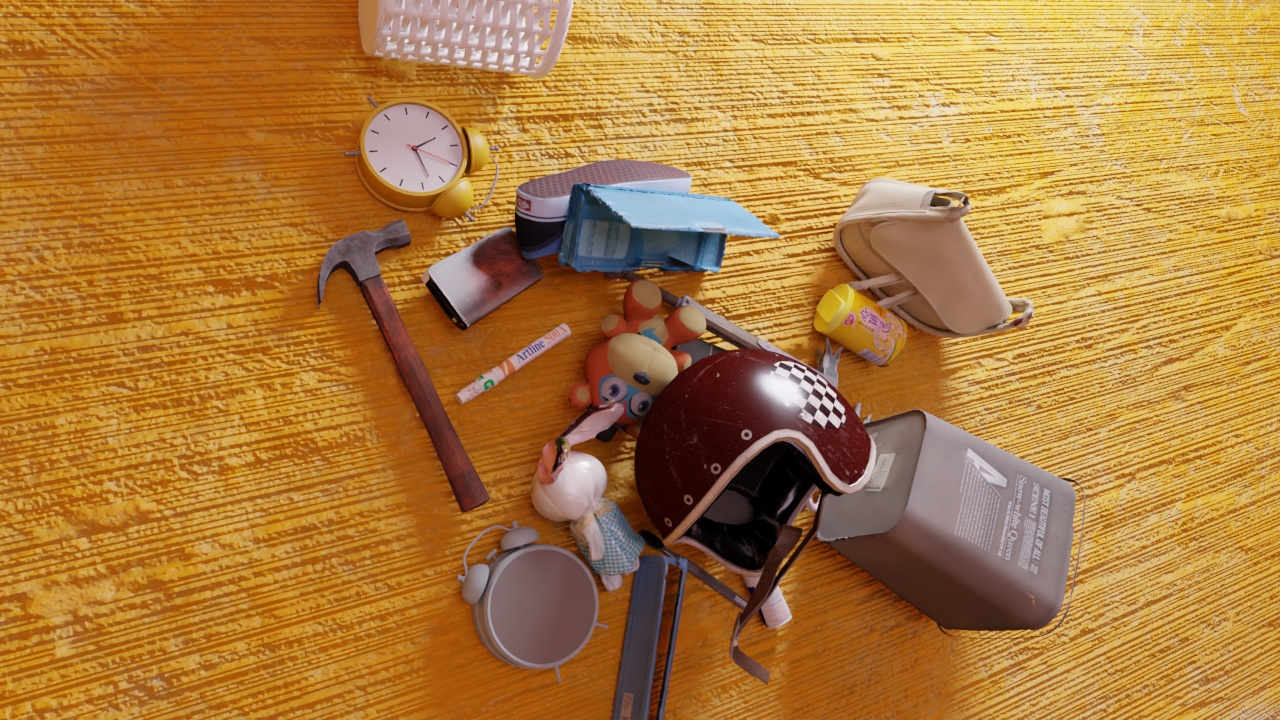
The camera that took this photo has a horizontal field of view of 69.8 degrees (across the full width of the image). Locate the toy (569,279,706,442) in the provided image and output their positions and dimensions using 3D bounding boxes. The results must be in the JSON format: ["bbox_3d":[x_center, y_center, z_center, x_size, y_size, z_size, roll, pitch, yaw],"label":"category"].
[{"bbox_3d":[-0.006,0.006,0.992,0.112,0.096,0.176,27,95,-18],"label":"toy"}]

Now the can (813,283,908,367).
[{"bbox_3d":[0.275,-0.043,1.145,0.105,0.068,0.067,29,68,-17],"label":"can"}]

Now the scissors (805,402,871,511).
[{"bbox_3d":[0.240,0.116,1.110,0.108,0.016,0.178,32,65,-32],"label":"scissors"}]

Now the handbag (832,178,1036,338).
[{"bbox_3d":[0.354,-0.108,1.143,0.229,0.184,0.131,46,65,-27],"label":"handbag"}]

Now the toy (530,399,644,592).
[{"bbox_3d":[-0.056,0.148,0.945,0.130,0.106,0.205,-45,124,-45],"label":"toy"}]

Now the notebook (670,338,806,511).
[{"bbox_3d":[0.114,0.076,1.068,0.209,0.030,0.169,19,70,-18],"label":"notebook"}]

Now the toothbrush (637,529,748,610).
[{"bbox_3d":[0.064,0.235,1.016,0.167,0.013,0.012,38,65,-15],"label":"toothbrush"}]

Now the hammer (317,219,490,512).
[{"bbox_3d":[-0.228,0.011,0.918,0.110,0.028,0.300,-24,87,-27],"label":"hammer"}]

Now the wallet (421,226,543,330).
[{"bbox_3d":[-0.163,-0.088,0.964,0.122,0.020,0.072,-39,96,-41],"label":"wallet"}]

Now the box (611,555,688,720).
[{"bbox_3d":[0.023,0.308,0.950,0.064,0.069,0.209,18,71,-28],"label":"box"}]

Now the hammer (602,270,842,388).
[{"bbox_3d":[0.095,-0.035,1.065,0.317,0.028,0.146,28,44,-11],"label":"hammer"}]

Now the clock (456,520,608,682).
[{"bbox_3d":[-0.111,0.235,0.916,0.122,0.045,0.159,-44,99,-27],"label":"clock"}]

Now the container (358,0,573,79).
[{"bbox_3d":[-0.184,-0.399,0.948,0.186,0.190,0.189,-1,78,-24],"label":"container"}]

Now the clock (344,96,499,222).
[{"bbox_3d":[-0.225,-0.211,0.964,0.152,0.052,0.113,20,70,-15],"label":"clock"}]

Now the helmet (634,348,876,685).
[{"bbox_3d":[0.114,0.118,0.921,0.253,0.234,0.233,36,44,2],"label":"helmet"}]

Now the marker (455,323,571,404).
[{"bbox_3d":[-0.134,0.003,0.975,0.145,0.017,0.017,-35,94,-27],"label":"marker"}]

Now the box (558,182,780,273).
[{"bbox_3d":[0.038,-0.131,0.988,0.231,0.110,0.094,-3,112,-43],"label":"box"}]

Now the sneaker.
[{"bbox_3d":[-0.043,-0.164,1.038,0.240,0.083,0.098,-21,131,-38],"label":"sneaker"}]

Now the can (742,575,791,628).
[{"bbox_3d":[0.137,0.252,1.032,0.032,0.032,0.095,-24,89,-27],"label":"can"}]

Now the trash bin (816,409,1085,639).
[{"bbox_3d":[0.343,0.180,1.047,0.220,0.198,0.197,31,63,-17],"label":"trash bin"}]
